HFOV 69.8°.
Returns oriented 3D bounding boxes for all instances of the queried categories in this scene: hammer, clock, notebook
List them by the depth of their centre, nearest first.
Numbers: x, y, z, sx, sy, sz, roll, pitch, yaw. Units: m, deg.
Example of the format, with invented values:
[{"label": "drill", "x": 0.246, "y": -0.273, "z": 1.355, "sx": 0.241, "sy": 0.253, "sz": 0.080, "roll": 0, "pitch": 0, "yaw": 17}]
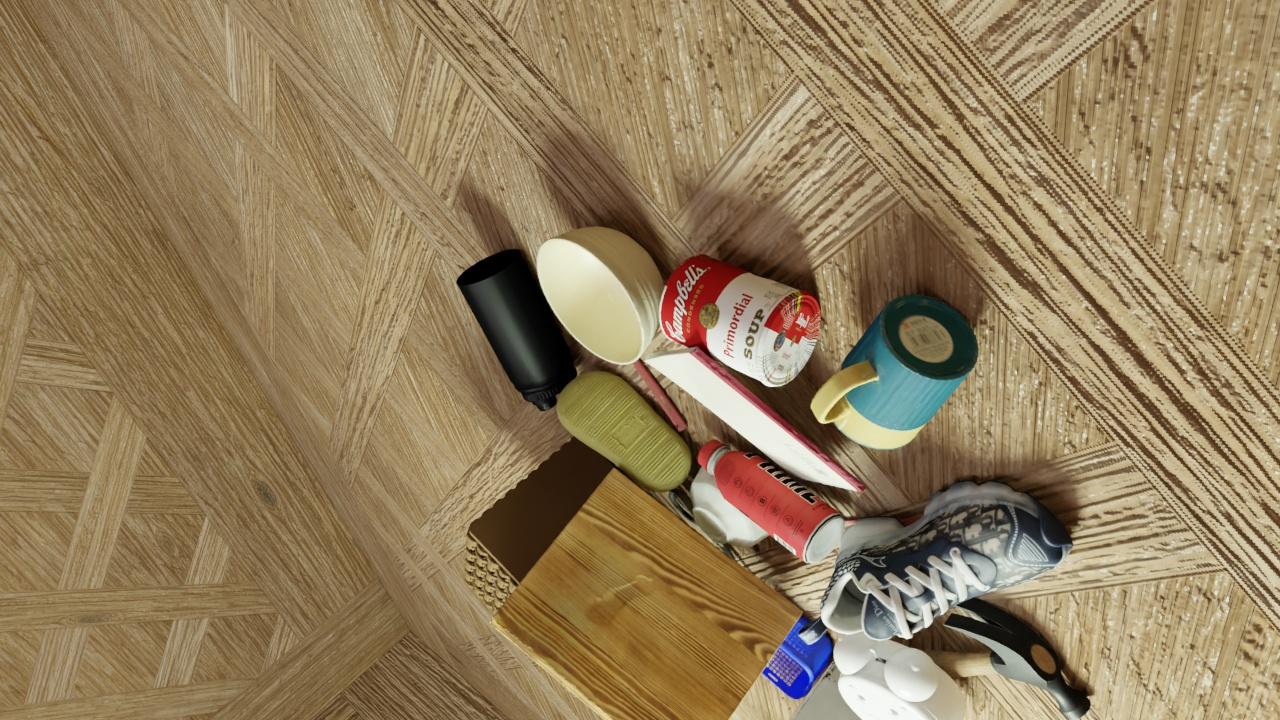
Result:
[{"label": "notebook", "x": 0.106, "y": 0.057, "z": 0.887, "sx": 0.208, "sy": 0.012, "sz": 0.153, "roll": 39, "pitch": 169, "yaw": -11}, {"label": "clock", "x": 0.271, "y": 0.360, "z": 0.972, "sx": 0.125, "sy": 0.072, "sz": 0.161, "roll": 8, "pitch": 137, "yaw": 48}, {"label": "hammer", "x": 0.314, "y": 0.320, "z": 0.976, "sx": 0.132, "sy": 0.040, "sz": 0.306, "roll": 47, "pitch": 152, "yaw": -1}]

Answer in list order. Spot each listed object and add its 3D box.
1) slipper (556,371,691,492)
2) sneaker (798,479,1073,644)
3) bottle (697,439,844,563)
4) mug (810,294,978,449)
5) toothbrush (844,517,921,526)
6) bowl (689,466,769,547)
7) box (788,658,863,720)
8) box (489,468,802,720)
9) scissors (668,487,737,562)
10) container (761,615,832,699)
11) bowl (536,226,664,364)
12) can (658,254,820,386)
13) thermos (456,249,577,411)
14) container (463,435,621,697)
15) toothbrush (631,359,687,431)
[{"label": "slipper", "x": -0.015, "y": 0.090, "z": 1.131, "sx": 0.190, "sy": 0.091, "sz": 0.081, "roll": 38, "pitch": 174, "yaw": 19}, {"label": "sneaker", "x": 0.247, "y": 0.195, "z": 0.808, "sx": 0.103, "sy": 0.132, "sz": 0.270, "roll": 51, "pitch": 146, "yaw": -2}, {"label": "bottle", "x": 0.132, "y": 0.142, "z": 0.982, "sx": 0.177, "sy": 0.062, "sz": 0.062, "roll": 35, "pitch": 149, "yaw": 39}, {"label": "mug", "x": 0.189, "y": 0.015, "z": 0.709, "sx": 0.083, "sy": 0.113, "sz": 0.107, "roll": 64, "pitch": 156, "yaw": 24}, {"label": "toothbrush", "x": 0.236, "y": 0.165, "z": 0.921, "sx": 0.015, "sy": 0.015, "sz": 0.185, "roll": 53, "pitch": 150, "yaw": -11}, {"label": "bowl", "x": 0.101, "y": 0.174, "z": 1.074, "sx": 0.117, "sy": 0.061, "sz": 0.118, "roll": 36, "pitch": 149, "yaw": 26}, {"label": "box", "x": 0.174, "y": 0.604, "z": 1.119, "sx": 0.166, "sy": 0.479, "sz": 0.119, "roll": 36, "pitch": -174, "yaw": 25}, {"label": "box", "x": 0.009, "y": 0.304, "z": 1.087, "sx": 0.279, "sy": 0.244, "sz": 0.168, "roll": 36, "pitch": 166, "yaw": 14}, {"label": "scissors", "x": 0.092, "y": 0.223, "z": 1.195, "sx": 0.154, "sy": 0.012, "sz": 0.163, "roll": 28, "pitch": 146, "yaw": 35}, {"label": "container", "x": 0.194, "y": 0.373, "z": 1.180, "sx": 0.096, "sy": 0.058, "sz": 0.114, "roll": 37, "pitch": 149, "yaw": 22}, {"label": "bowl", "x": -0.028, "y": -0.078, "z": 0.943, "sx": 0.151, "sy": 0.075, "sz": 0.151, "roll": 36, "pitch": 149, "yaw": 26}, {"label": "can", "x": 0.088, "y": -0.037, "z": 0.816, "sx": 0.116, "sy": 0.086, "sz": 0.087, "roll": 26, "pitch": 144, "yaw": 37}, {"label": "thermos", "x": -0.146, "y": -0.032, "z": 1.152, "sx": 0.086, "sy": 0.086, "sz": 0.199, "roll": 9, "pitch": 132, "yaw": 50}, {"label": "container", "x": -0.091, "y": 0.295, "z": 1.320, "sx": 0.251, "sy": 0.219, "sz": 0.215, "roll": 42, "pitch": 151, "yaw": 14}, {"label": "toothbrush", "x": -0.006, "y": 0.006, "z": 1.072, "sx": 0.190, "sy": 0.016, "sz": 0.016, "roll": 54, "pitch": 151, "yaw": -6}]
